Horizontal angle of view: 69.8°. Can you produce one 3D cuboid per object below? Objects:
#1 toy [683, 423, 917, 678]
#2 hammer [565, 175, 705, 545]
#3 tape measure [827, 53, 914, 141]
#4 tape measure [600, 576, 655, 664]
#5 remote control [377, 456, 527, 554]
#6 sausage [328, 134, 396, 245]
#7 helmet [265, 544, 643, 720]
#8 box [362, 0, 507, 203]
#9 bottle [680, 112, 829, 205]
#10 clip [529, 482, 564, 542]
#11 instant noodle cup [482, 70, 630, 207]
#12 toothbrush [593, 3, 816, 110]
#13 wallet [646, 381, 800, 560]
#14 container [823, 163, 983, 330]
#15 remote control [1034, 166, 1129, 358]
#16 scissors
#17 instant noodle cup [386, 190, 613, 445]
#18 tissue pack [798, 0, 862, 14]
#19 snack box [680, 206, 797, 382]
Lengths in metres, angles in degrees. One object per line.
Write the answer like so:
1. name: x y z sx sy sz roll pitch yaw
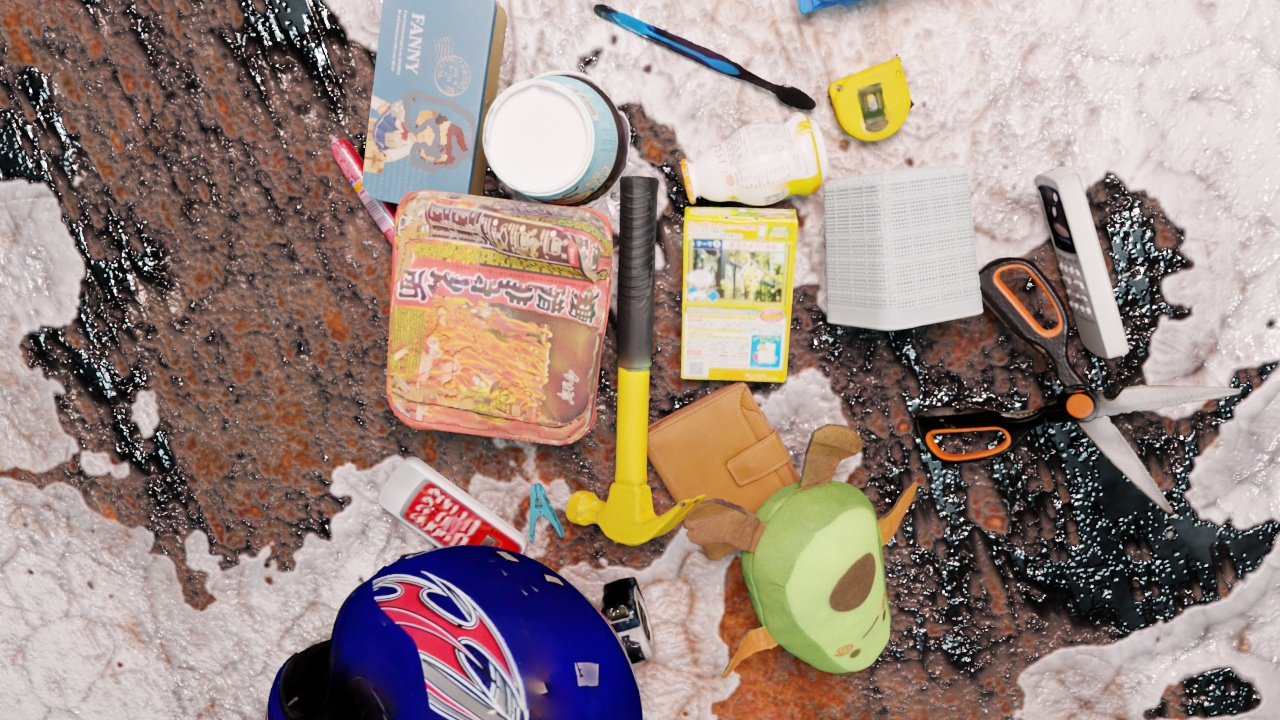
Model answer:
1. toy: 0.143 0.168 0.738 0.226 0.090 0.247 -37 125 -10
2. hammer: -0.004 0.004 0.743 0.129 0.032 0.301 8 100 38
3. tape measure: 0.178 -0.197 0.703 0.060 0.029 0.057 -19 102 9
4. tape measure: -0.011 0.231 0.800 0.033 0.065 0.066 -17 100 6
5. remote control: -0.167 0.143 0.816 0.136 0.020 0.056 37 104 -5
6. sausage: -0.211 -0.119 0.759 0.020 0.020 0.156 -31 99 11
7. helmet: -0.144 0.264 0.726 0.316 0.247 0.240 26 99 32
8. box: -0.157 -0.209 0.713 0.090 0.061 0.184 9 105 2
9. bottle: 0.087 -0.150 0.704 0.108 0.063 0.063 -12 102 8
10. clip: -0.087 0.134 0.811 0.034 0.013 0.054 -12 101 6
11. instant noodle cup: -0.067 -0.163 0.684 0.111 0.120 0.111 1 103 4
12. toothbrush: 0.050 -0.237 0.715 0.189 0.016 0.014 24 113 2
13. wallet: 0.074 0.094 0.781 0.108 0.031 0.132 -28 101 12
14. container: 0.193 -0.086 0.688 0.089 0.090 0.111 -11 100 -20
15. remote control: 0.336 -0.075 0.704 0.021 0.058 0.150 -20 100 10
16. scissors: 0.318 0.023 0.706 0.235 0.021 0.221 -21 90 34
17. instant noodle cup: -0.106 -0.033 0.708 0.164 0.079 0.189 8 105 1
18. tissue pack: 0.183 -0.315 0.663 0.157 0.052 0.095 -14 100 8
19. snack box: 0.076 -0.051 0.730 0.087 0.033 0.141 2 118 4
